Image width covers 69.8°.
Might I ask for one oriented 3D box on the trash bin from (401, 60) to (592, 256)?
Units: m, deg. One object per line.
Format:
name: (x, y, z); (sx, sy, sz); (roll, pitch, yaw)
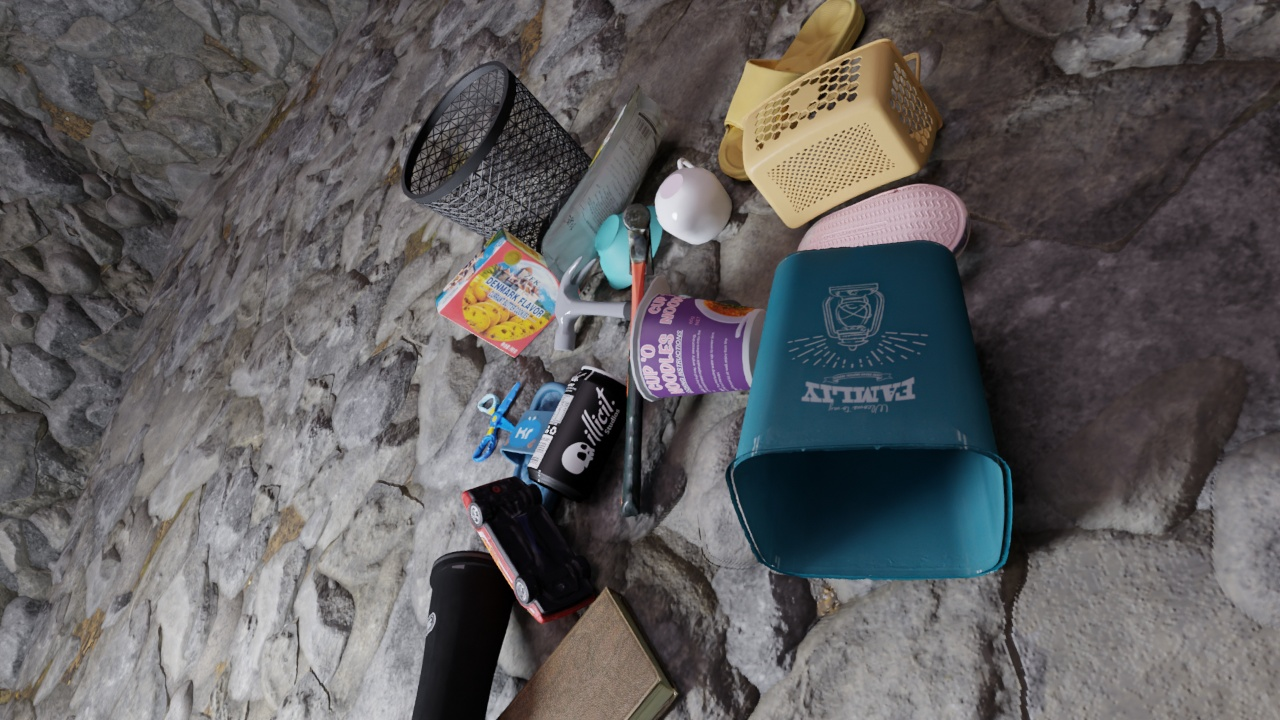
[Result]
trash bin: (-0.170, -0.254, 1.294); (0.218, 0.243, 0.216); (-27, 46, 32)

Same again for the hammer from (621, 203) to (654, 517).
hammer: (-0.006, 0.006, 1.019); (0.033, 0.133, 0.333); (2, 81, 2)

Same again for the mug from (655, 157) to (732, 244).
mug: (0.062, -0.209, 1.150); (0.090, 0.076, 0.123); (-28, 46, 31)

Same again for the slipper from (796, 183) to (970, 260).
slipper: (0.236, -0.116, 0.916); (0.222, 0.055, 0.106); (0, 63, 59)

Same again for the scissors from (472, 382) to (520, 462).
scissors: (-0.201, 0.083, 1.279); (0.125, 0.013, 0.130); (-57, 40, 1)

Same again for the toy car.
toy car: (-0.126, 0.206, 1.023); (0.189, 0.081, 0.056); (49, 137, 33)

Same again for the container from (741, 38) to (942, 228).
container: (0.209, -0.250, 0.976); (0.184, 0.129, 0.166); (-22, 35, 36)

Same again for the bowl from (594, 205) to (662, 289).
bowl: (-0.026, -0.159, 1.216); (0.121, 0.046, 0.121); (-36, 42, 40)

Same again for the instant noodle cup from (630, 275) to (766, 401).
instant noodle cup: (0.071, -0.022, 0.969); (0.122, 0.121, 0.137); (3, 87, 26)

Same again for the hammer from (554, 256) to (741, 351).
hammer: (0.002, -0.064, 1.131); (0.311, 0.029, 0.125); (7, 92, 45)

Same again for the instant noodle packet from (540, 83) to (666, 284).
instant noodle packet: (-0.052, -0.228, 1.238); (0.057, 0.147, 0.268); (25, 77, 23)

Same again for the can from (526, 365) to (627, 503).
can: (-0.069, 0.086, 1.074); (0.080, 0.080, 0.146); (11, 70, 50)

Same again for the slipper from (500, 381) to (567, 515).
slipper: (-0.131, 0.122, 1.138); (0.104, 0.059, 0.213); (-7, 60, 42)

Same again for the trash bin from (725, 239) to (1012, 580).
trash bin: (0.184, 0.036, 0.742); (0.197, 0.199, 0.218); (-3, 51, 17)

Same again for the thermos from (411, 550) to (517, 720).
thermos: (-0.195, 0.319, 1.004); (0.106, 0.106, 0.218); (-30, 36, 30)

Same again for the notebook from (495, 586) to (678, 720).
notebook: (-0.075, 0.344, 0.937); (0.215, 0.034, 0.190); (-52, 37, 6)

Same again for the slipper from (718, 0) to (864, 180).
slipper: (0.171, -0.347, 1.133); (0.263, 0.078, 0.099); (-53, 36, 4)

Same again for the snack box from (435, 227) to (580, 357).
snack box: (-0.183, -0.092, 1.276); (0.145, 0.142, 0.040); (-44, 39, 16)

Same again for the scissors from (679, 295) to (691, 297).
scissors: (0.033, -0.028, 1.071); (0.130, 0.012, 0.117); (3, 99, 43)
